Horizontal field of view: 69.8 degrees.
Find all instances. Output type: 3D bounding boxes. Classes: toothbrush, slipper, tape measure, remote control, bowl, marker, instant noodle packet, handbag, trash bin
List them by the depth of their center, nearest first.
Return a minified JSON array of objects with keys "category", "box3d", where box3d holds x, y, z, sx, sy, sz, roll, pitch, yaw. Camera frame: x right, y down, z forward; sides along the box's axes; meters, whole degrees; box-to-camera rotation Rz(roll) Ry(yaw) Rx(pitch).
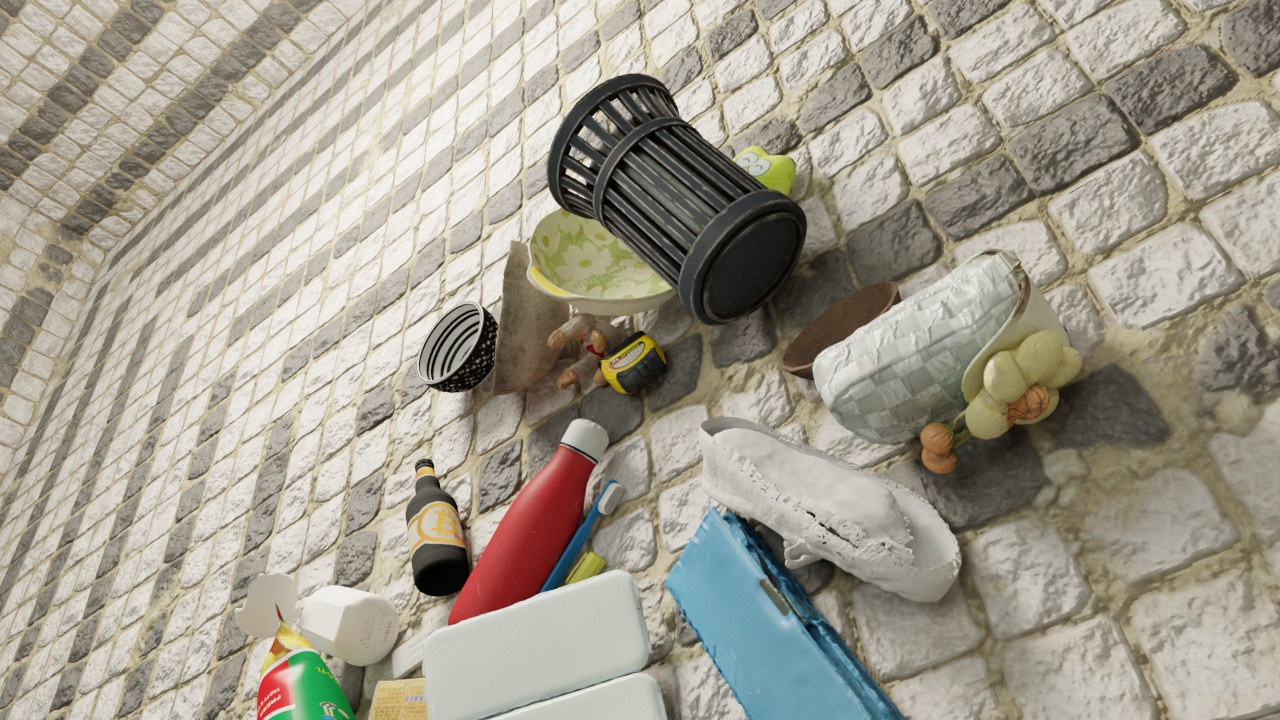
[{"category":"handbag","box3d":[0.222,0.013,0.667,0.172,0.112,0.123,-32,50,24]},{"category":"slipper","box3d":[0.131,0.115,0.705,0.112,0.075,0.247,-25,30,-30]},{"category":"bowl","box3d":[0.176,-0.019,0.778,0.118,0.030,0.117,-38,11,9]},{"category":"marker","box3d":[-0.077,0.234,0.863,0.021,0.017,0.124,35,89,8]},{"category":"instant noodle packet","box3d":[-0.305,0.383,0.867,0.090,0.196,0.252,-17,34,-18]},{"category":"toothbrush","box3d":[-0.064,0.187,0.877,0.014,0.016,0.166,16,66,42]},{"category":"trash bin","box3d":[0.039,-0.153,0.903,0.164,0.164,0.227,-47,59,6]},{"category":"tape measure","box3d":[-0.006,0.006,0.957,0.065,0.037,0.064,-40,32,-7]},{"category":"remote control","box3d":[-0.212,0.290,0.961,0.131,0.012,0.033,-37,42,18]},{"category":"bowl","box3d":[-0.026,-0.106,1.006,0.188,0.060,0.218,34,52,30]},{"category":"bowl","box3d":[-0.123,-0.043,1.054,0.178,0.081,0.178,-173,92,-85]},{"category":"bowl","box3d":[-0.218,-0.008,1.160,0.120,0.066,0.120,-26,45,29]}]

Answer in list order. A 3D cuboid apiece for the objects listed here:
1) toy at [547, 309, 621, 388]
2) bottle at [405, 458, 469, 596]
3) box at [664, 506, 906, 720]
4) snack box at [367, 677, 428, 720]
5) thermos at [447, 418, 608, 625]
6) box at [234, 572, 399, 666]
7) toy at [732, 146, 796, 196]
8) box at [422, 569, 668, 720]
[{"category":"toy","box3d":[-0.060,-0.031,1.012,0.074,0.085,0.105,-4,45,18]},{"category":"bottle","box3d":[-0.234,0.178,1.035,0.059,0.059,0.181,-41,39,13]},{"category":"box","box3d":[0.092,0.210,0.686,0.093,0.052,0.231,-47,38,7]},{"category":"snack box","box3d":[-0.167,0.327,0.854,0.207,0.057,0.056,-17,51,35]},{"category":"thermos","box3d":[-0.101,0.166,0.899,0.073,0.073,0.239,13,69,49]},{"category":"box","box3d":[-0.349,0.281,0.999,0.106,0.150,0.080,-5,69,46]},{"category":"toy","box3d":[0.113,-0.172,0.975,0.115,0.046,0.092,-57,43,6]},{"category":"box","box3d":[-0.082,0.283,0.756,0.209,0.037,0.188,-18,58,8]}]
